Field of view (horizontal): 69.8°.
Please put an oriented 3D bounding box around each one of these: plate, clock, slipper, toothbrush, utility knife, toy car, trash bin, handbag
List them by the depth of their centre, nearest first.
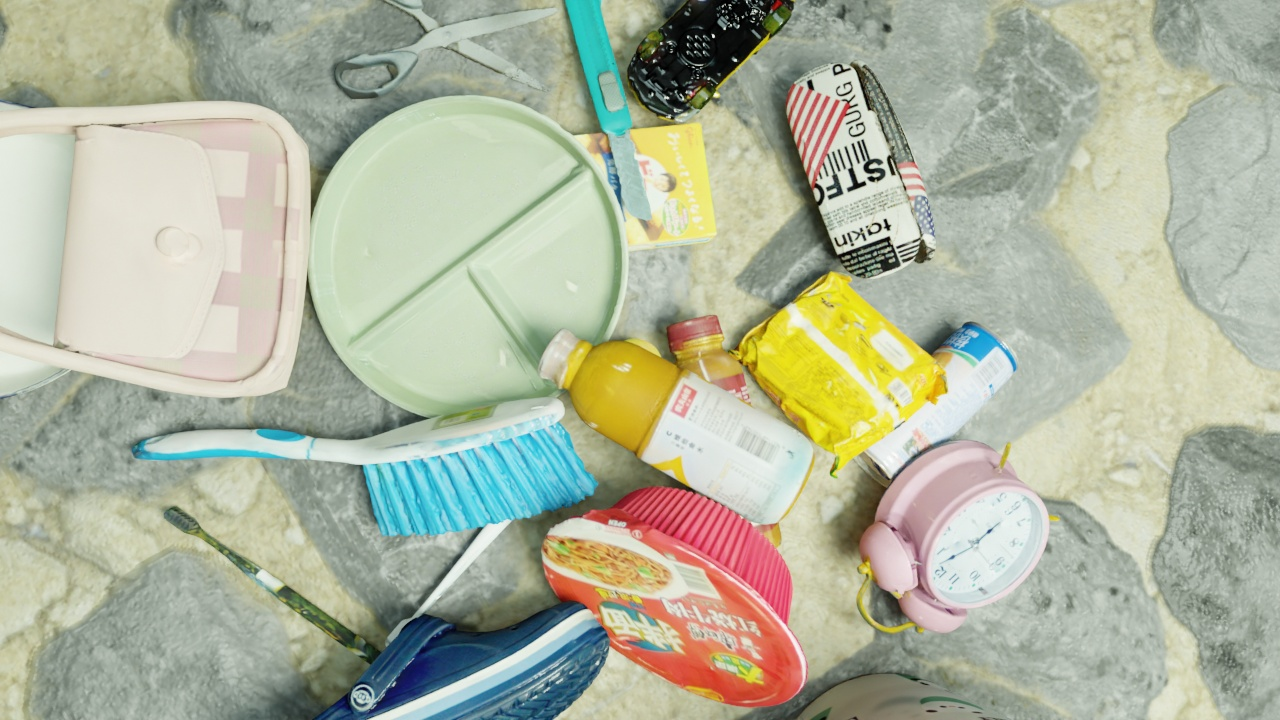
[{"bbox_3d":[0.199,0.320,0.574,0.229,0.252,0.229,0,87,-7],"label":"trash bin"},{"bbox_3d":[-0.335,-0.076,0.583,0.233,0.093,0.193,5,84,-28],"label":"handbag"},{"bbox_3d":[-0.145,0.228,0.625,0.252,0.105,0.095,-22,62,-13],"label":"slipper"},{"bbox_3d":[-0.445,-0.075,0.631,0.205,0.045,0.205,0,86,-5],"label":"plate"},{"bbox_3d":[-0.259,0.161,0.651,0.186,0.017,0.012,37,72,-3],"label":"toothbrush"},{"bbox_3d":[-0.122,-0.070,0.653,0.230,0.027,0.230,0,95,4],"label":"plate"},{"bbox_3d":[0.221,0.134,0.664,0.158,0.060,0.117,-42,120,3],"label":"clock"},{"bbox_3d":[-0.121,0.139,0.670,0.016,0.016,0.180,41,81,0],"label":"toothbrush"},{"bbox_3d":[-0.024,-0.201,0.677,0.029,0.013,0.222,-13,74,-5],"label":"utility knife"},{"bbox_3d":[0.051,-0.244,0.697,0.071,0.041,0.155,42,79,-2],"label":"toy car"}]

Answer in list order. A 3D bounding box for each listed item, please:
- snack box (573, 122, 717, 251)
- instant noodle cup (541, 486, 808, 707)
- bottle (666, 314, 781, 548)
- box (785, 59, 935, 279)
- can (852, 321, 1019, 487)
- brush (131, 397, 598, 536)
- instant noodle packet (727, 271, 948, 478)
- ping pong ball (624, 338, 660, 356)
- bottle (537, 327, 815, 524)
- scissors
[{"bbox_3d":[-0.018,-0.125,0.688,0.140,0.034,0.087,-7,88,-8],"label":"snack box"},{"bbox_3d":[0.030,0.150,0.619,0.194,0.194,0.065,37,54,-3],"label":"instant noodle cup"},{"bbox_3d":[0.057,0.055,0.672,0.057,0.057,0.175,-12,88,-7],"label":"bottle"},{"bbox_3d":[0.174,-0.145,0.696,0.076,0.087,0.162,-23,85,32],"label":"box"},{"bbox_3d":[0.220,0.034,0.693,0.134,0.053,0.053,-43,92,-7],"label":"can"},{"bbox_3d":[-0.194,0.074,0.641,0.315,0.060,0.109,-13,110,9],"label":"brush"},{"bbox_3d":[0.145,0.008,0.672,0.110,0.044,0.128,-38,63,-2],"label":"instant noodle packet"},{"bbox_3d":[-0.004,0.004,0.677,0.040,0.040,0.040,0,86,-6],"label":"ping pong ball"},{"bbox_3d":[0.021,0.039,0.610,0.189,0.068,0.068,29,84,4],"label":"bottle"},{"bbox_3d":[-0.151,-0.247,0.692,0.181,0.014,0.159,-32,93,-10],"label":"scissors"}]
